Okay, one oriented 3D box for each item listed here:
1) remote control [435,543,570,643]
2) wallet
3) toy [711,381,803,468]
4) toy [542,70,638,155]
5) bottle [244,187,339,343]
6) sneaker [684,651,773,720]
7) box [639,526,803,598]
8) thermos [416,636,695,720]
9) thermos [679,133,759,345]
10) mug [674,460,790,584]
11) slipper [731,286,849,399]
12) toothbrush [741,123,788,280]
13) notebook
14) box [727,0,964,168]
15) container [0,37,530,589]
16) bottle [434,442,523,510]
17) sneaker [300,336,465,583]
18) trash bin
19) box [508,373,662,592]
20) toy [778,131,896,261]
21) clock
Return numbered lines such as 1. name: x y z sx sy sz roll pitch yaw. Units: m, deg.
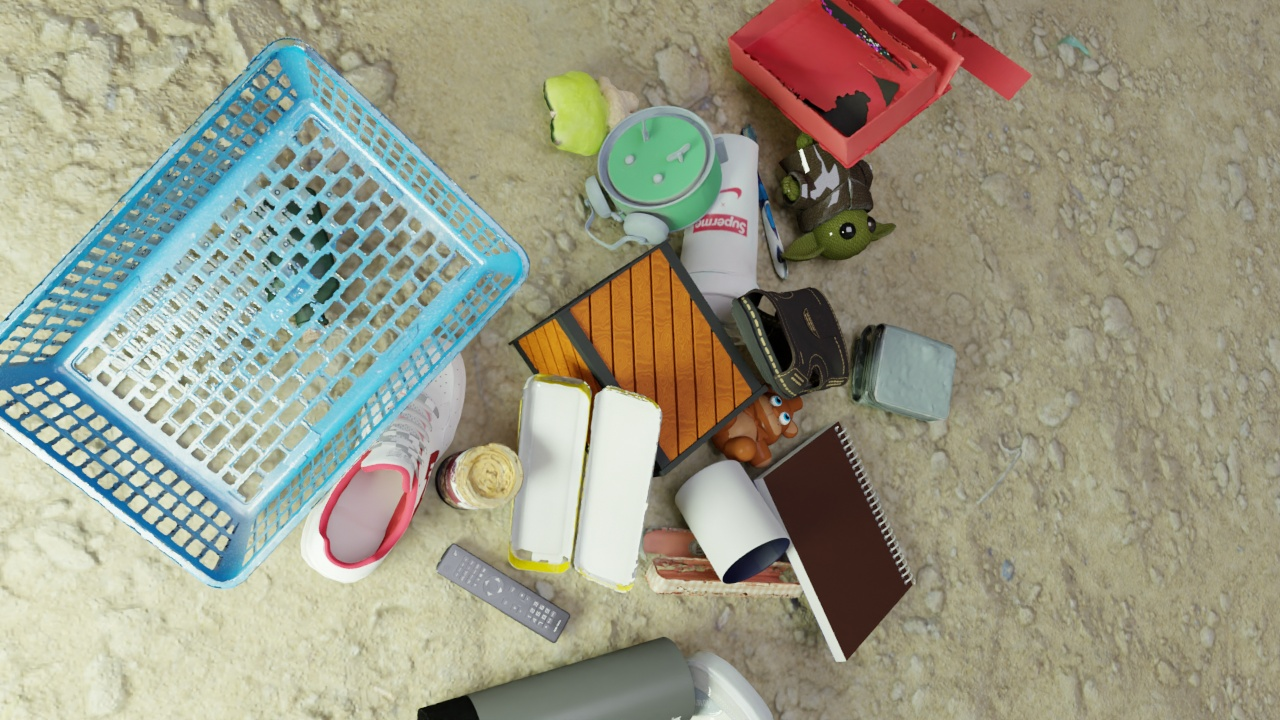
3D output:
1. remote control: -0.130 0.220 0.867 0.136 0.015 0.032 35 68 -13
2. wallet: 0.316 0.017 1.095 0.131 0.054 0.100 15 84 -24
3. toy: 0.130 0.065 0.992 0.127 0.065 0.095 -22 83 -32
4. toy: -0.049 -0.262 0.975 0.115 0.046 0.092 -10 86 -33
5. bottle: -0.303 -0.080 0.812 0.061 0.061 0.131 -14 87 -24
6. sneaker: 0.088 0.407 0.892 0.090 0.090 0.242 -27 97 -42
7. box: 0.089 0.211 0.959 0.186 0.082 0.042 8 122 -26
8. thermos: -0.074 0.324 0.837 0.240 0.082 0.082 -8 84 -26
9. thermos: 0.084 -0.132 0.992 0.099 0.100 0.220 14 71 -23
10. mug: 0.100 0.167 0.938 0.111 0.079 0.097 27 26 -55
11. slipper: 0.169 -0.022 0.946 0.267 0.076 0.113 13 50 -62
12. toothbrush: 0.147 -0.185 1.068 0.016 0.017 0.189 -12 85 -27
13. notebook: 0.219 0.190 1.007 0.171 0.022 0.209 -27 93 -45
14. box: 0.215 -0.332 1.026 0.164 0.154 0.214 -16 56 -43
15. container: -0.298 -0.034 0.734 0.257 0.089 0.362 44 88 -12
16. bottle: -0.147 0.106 0.828 0.056 0.105 0.056 5 78 -25
17. sneaker: -0.213 0.080 0.803 0.090 0.104 0.236 33 68 -17
18. trash bin: -0.005 0.005 0.894 0.139 0.140 0.172 -37 97 -26
19. box: -0.053 0.114 0.831 0.130 0.036 0.210 12 116 8
20. toy: 0.223 -0.193 1.072 0.179 0.078 0.152 -18 90 -29
21. clock: 0.008 -0.184 0.948 0.122 0.075 0.161 38 82 25
